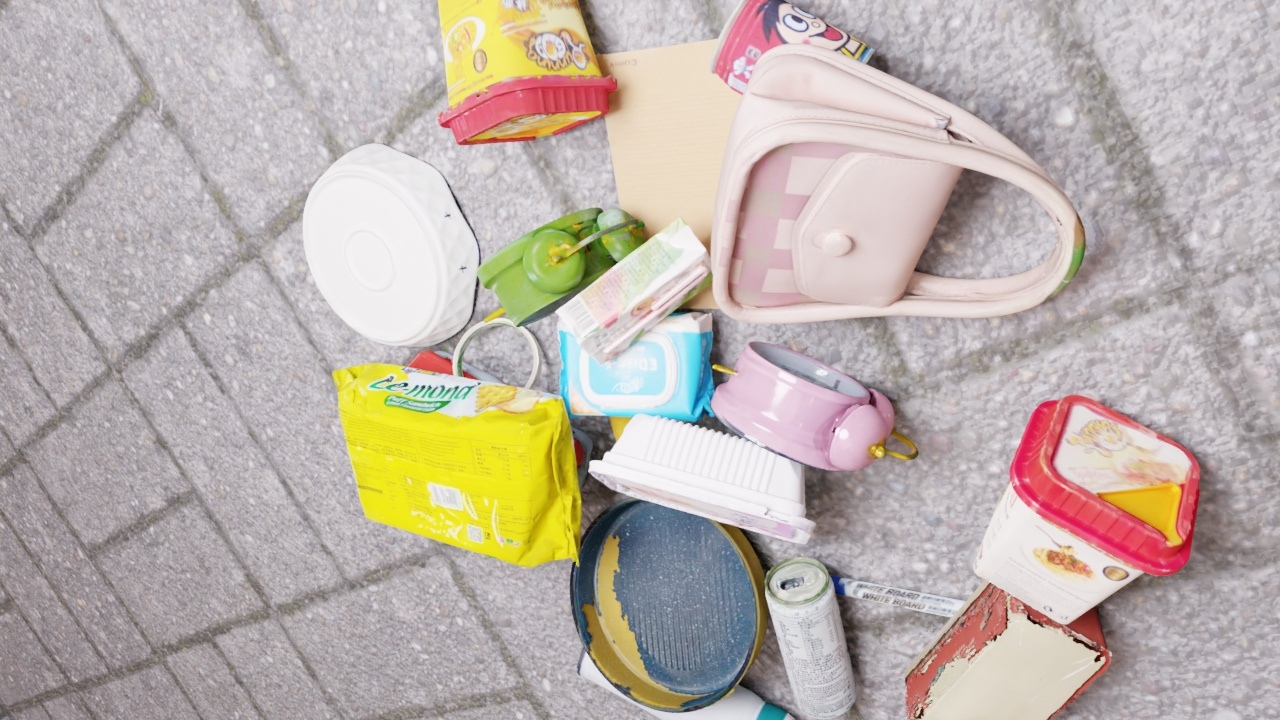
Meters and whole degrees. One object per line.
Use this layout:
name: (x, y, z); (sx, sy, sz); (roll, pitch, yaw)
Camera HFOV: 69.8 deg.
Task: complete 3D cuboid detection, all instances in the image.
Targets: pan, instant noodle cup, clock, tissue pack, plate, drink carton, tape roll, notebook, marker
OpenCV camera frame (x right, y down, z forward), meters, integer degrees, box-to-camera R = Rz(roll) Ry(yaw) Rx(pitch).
pan: (0.006, 0.142, 0.839); (0.198, 0.078, 0.357); (-9, 86, 30)
instant noodle cup: (-0.094, -0.237, 0.696); (0.116, 0.116, 0.123); (-5, 99, 49)
clock: (-0.061, -0.079, 0.741); (0.162, 0.115, 0.056); (-28, 91, 53)
tissue pack: (-0.005, 0.004, 0.768); (0.140, 0.063, 0.090); (1, 95, 20)
plate: (-0.251, -0.104, 0.896); (0.205, 0.045, 0.205); (13, 118, 25)
instant noodle cup: (0.301, 0.109, 0.638); (0.117, 0.116, 0.124); (30, 137, 15)
clock: (0.134, 0.039, 0.695); (0.158, 0.117, 0.060); (27, 104, 16)
drink carton: (0.000, -0.051, 0.711); (0.122, 0.053, 0.045); (-36, 64, 3)
tape roll: (-0.136, 0.003, 0.868); (0.086, 0.014, 0.085); (-2, 81, 12)
notebook: (0.048, -0.141, 0.722); (0.150, 0.012, 0.212); (2, 114, 28)
instant noodle cup: (0.056, 0.091, 0.728); (0.173, 0.138, 0.060); (13, 77, 11)
marker: (0.215, 0.202, 0.785); (0.146, 0.016, 0.017); (5, 115, 28)

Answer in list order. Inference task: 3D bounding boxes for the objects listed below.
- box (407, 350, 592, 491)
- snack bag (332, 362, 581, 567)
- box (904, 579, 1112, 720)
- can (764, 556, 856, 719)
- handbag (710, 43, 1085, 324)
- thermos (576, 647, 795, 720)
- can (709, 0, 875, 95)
box: (-0.145, 0.072, 0.912); (0.201, 0.095, 0.098); (29, 159, 16)
snack bag: (-0.163, 0.095, 0.813); (0.247, 0.068, 0.158); (9, 118, 27)
box: (0.280, 0.248, 0.719); (0.091, 0.077, 0.169); (24, 124, 0)
can: (0.150, 0.244, 0.803); (0.058, 0.058, 0.147); (1, 123, 30)
handbag: (0.165, -0.090, 0.600); (0.234, 0.093, 0.194); (14, 149, 6)
thermos: (0.048, 0.337, 0.920); (0.224, 0.073, 0.073); (22, 122, 20)
can: (0.101, -0.201, 0.620); (0.094, 0.066, 0.067); (30, 125, 6)
